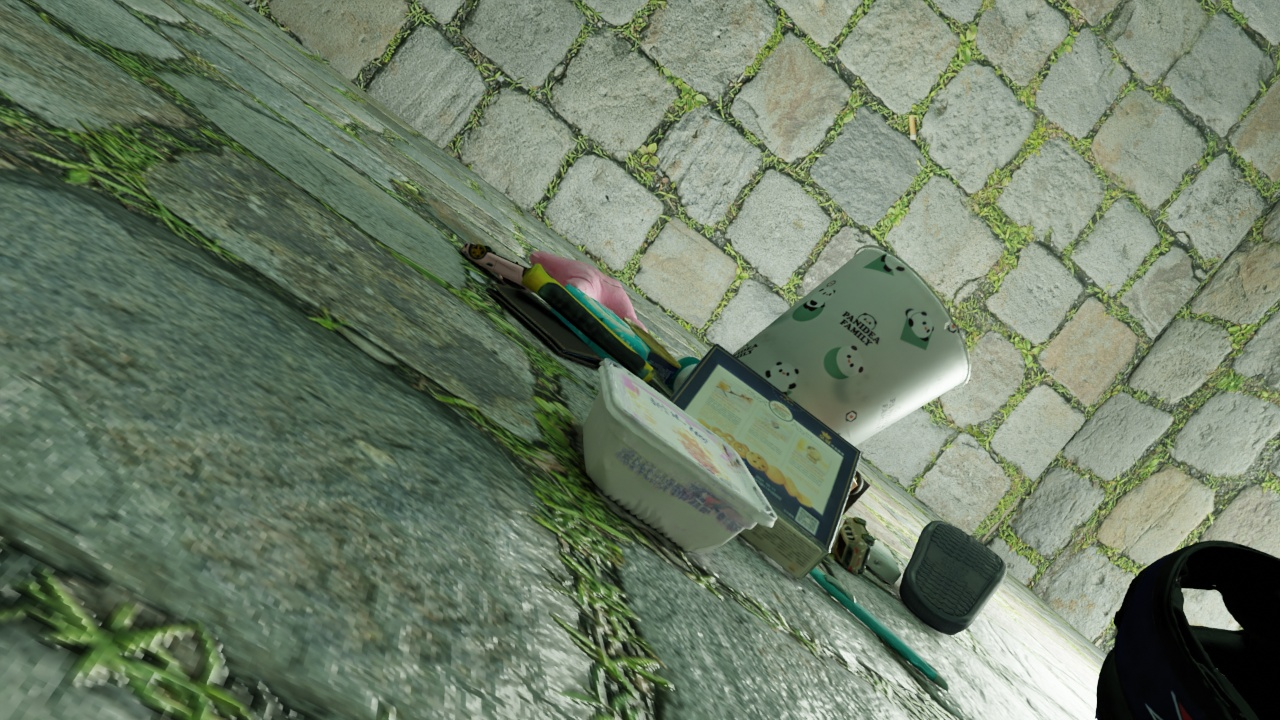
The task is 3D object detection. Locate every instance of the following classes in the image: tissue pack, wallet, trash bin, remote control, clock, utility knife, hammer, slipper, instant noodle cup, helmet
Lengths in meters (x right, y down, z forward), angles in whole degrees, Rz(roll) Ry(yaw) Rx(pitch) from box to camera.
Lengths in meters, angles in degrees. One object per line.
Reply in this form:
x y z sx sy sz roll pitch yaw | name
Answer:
-0.050 -0.037 1.149 0.093 0.050 0.133 33 8 -40 | tissue pack
-0.103 -0.038 1.005 0.122 0.020 0.096 41 11 24 | wallet
0.260 0.010 1.216 0.229 0.251 0.230 54 -8 11 | trash bin
0.290 0.240 1.142 0.058 0.021 0.150 38 6 9 | remote control
0.249 0.169 1.172 0.055 0.082 0.122 45 5 13 | clock
0.176 0.204 0.798 0.223 0.013 0.029 39 6 19 | utility knife
-0.006 0.006 1.049 0.323 0.032 0.126 41 3 -12 | hammer
0.365 0.274 1.118 0.111 0.083 0.267 37 24 20 | slipper
0.014 0.071 0.657 0.138 0.060 0.173 36 5 -11 | instant noodle cup
0.530 0.329 0.806 0.315 0.246 0.241 45 -31 18 | helmet

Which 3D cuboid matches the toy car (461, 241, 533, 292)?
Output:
-0.164 -0.111 1.130 0.122 0.037 0.056 25 3 0 | toy car

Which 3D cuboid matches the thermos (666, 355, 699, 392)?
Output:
0.099 0.061 1.201 0.073 0.073 0.224 33 7 -36 | thermos

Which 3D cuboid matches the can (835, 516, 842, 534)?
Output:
0.130 0.131 0.895 0.133 0.053 0.053 37 6 -3 | can

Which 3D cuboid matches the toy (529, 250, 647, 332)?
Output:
-0.083 -0.106 1.361 0.194 0.074 0.178 33 7 -30 | toy

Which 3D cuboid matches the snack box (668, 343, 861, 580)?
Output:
0.103 0.082 0.829 0.178 0.046 0.182 37 30 4 | snack box

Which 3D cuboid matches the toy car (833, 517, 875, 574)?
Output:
0.233 0.201 1.013 0.035 0.042 0.090 18 11 3 | toy car

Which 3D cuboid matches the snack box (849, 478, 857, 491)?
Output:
0.182 0.117 1.057 0.092 0.077 0.094 50 -2 45 | snack box

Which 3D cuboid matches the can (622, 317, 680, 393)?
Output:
0.001 -0.008 1.218 0.074 0.049 0.148 34 7 -27 | can
